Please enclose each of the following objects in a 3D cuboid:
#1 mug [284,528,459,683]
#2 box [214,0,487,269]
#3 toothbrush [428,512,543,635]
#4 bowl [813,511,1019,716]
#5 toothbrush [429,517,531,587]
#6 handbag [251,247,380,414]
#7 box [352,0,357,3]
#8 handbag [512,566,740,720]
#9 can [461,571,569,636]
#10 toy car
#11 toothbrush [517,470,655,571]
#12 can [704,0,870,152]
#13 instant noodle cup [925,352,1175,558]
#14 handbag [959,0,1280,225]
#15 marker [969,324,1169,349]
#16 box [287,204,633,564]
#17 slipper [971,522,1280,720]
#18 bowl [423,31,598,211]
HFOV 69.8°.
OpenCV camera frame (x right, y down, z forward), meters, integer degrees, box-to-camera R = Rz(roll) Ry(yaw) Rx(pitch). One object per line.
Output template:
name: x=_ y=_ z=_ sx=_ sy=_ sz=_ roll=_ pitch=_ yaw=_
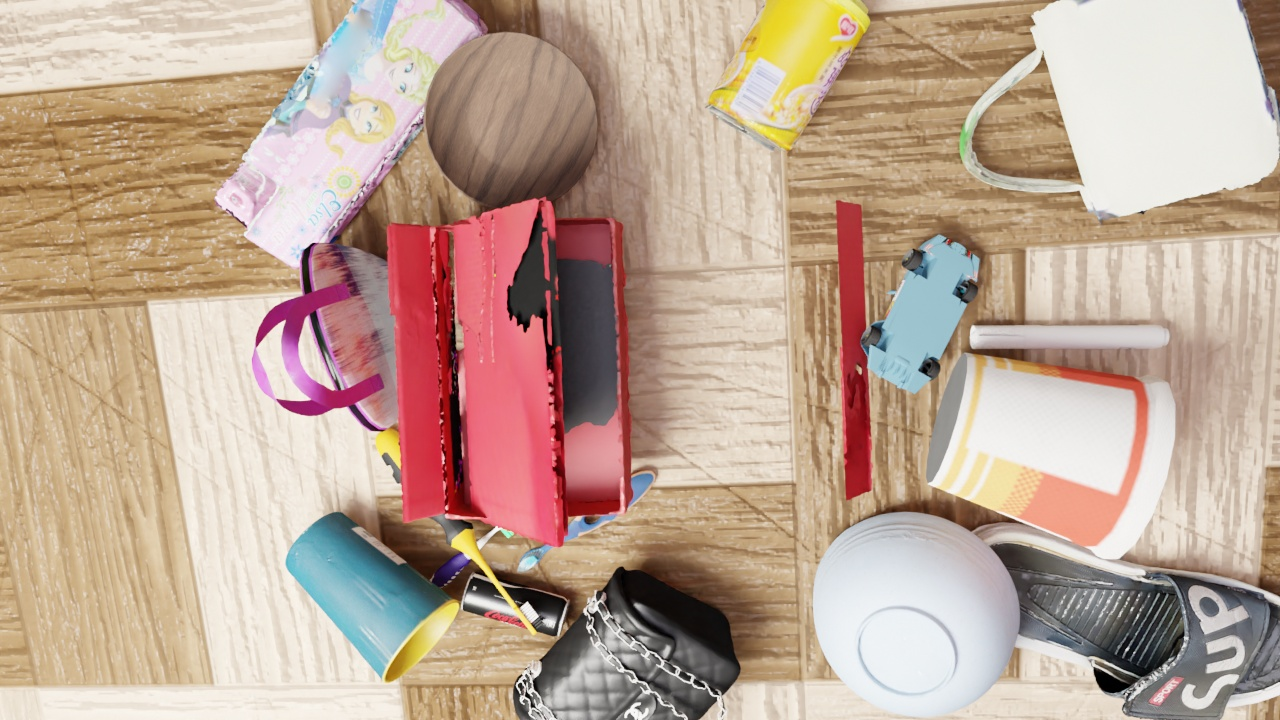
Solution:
mug: x=-0.210 y=0.176 z=0.705 sx=0.121 sy=0.078 sz=0.078 roll=38 pitch=103 yaw=14
box: x=-0.208 y=-0.172 z=0.646 sx=0.084 sy=0.063 sz=0.231 roll=41 pitch=102 yaw=-4
toothbrush: x=-0.141 y=0.132 z=0.708 sx=0.030 sy=0.031 sz=0.196 roll=-38 pitch=85 yaw=-12
bowl: x=0.191 y=0.192 z=0.654 sx=0.151 sy=0.074 sz=0.151 roll=5 pitch=104 yaw=20
toothbrush: x=-0.156 y=0.172 z=0.736 sx=0.187 sy=0.015 sz=0.016 roll=-39 pitch=95 yaw=13
handbag: x=-0.206 y=-0.009 z=0.625 sx=0.068 sy=0.169 sz=0.144 roll=-16 pitch=99 yaw=9
box: x=-0.208 y=-0.313 z=0.598 sx=0.108 sy=0.102 sz=0.102 roll=41 pitch=101 yaw=-2
handbag: x=-0.014 y=0.246 z=0.679 sx=0.125 sy=0.114 sz=0.154 roll=37 pitch=106 yaw=-14
can: x=-0.098 y=0.193 z=0.725 sx=0.080 sy=0.031 sz=0.031 roll=15 pitch=103 yaw=3
toy car: x=0.195 y=-0.033 z=0.648 sx=0.060 sy=0.027 sz=0.107 roll=27 pitch=88 yaw=-12
toothbrush: x=-0.043 y=0.126 z=0.713 sx=0.135 sy=0.017 sz=0.021 roll=-36 pitch=96 yaw=12
can: x=0.096 y=-0.196 z=0.606 sx=0.067 sy=0.067 sz=0.105 roll=31 pitch=103 yaw=-1
instant noodle cup: x=0.267 y=0.055 z=0.619 sx=0.121 sy=0.123 sz=0.123 roll=15 pitch=103 yaw=10
handbag: x=0.299 y=-0.167 z=0.600 sx=0.176 sy=0.073 sz=0.151 roll=-18 pitch=98 yaw=29
marker: x=0.302 y=-0.016 z=0.645 sx=0.133 sy=0.020 sz=0.017 roll=0 pitch=100 yaw=6
box: x=-0.197 y=0.013 z=0.581 sx=0.424 sy=0.128 sz=0.213 roll=-3 pitch=94 yaw=-26
slipper: x=0.357 y=0.195 z=0.663 sx=0.264 sy=0.063 sz=0.111 roll=19 pitch=103 yaw=5
bowl: x=-0.089 y=-0.167 z=0.645 sx=0.119 sy=0.032 sz=0.119 roll=-1 pitch=108 yaw=-2
